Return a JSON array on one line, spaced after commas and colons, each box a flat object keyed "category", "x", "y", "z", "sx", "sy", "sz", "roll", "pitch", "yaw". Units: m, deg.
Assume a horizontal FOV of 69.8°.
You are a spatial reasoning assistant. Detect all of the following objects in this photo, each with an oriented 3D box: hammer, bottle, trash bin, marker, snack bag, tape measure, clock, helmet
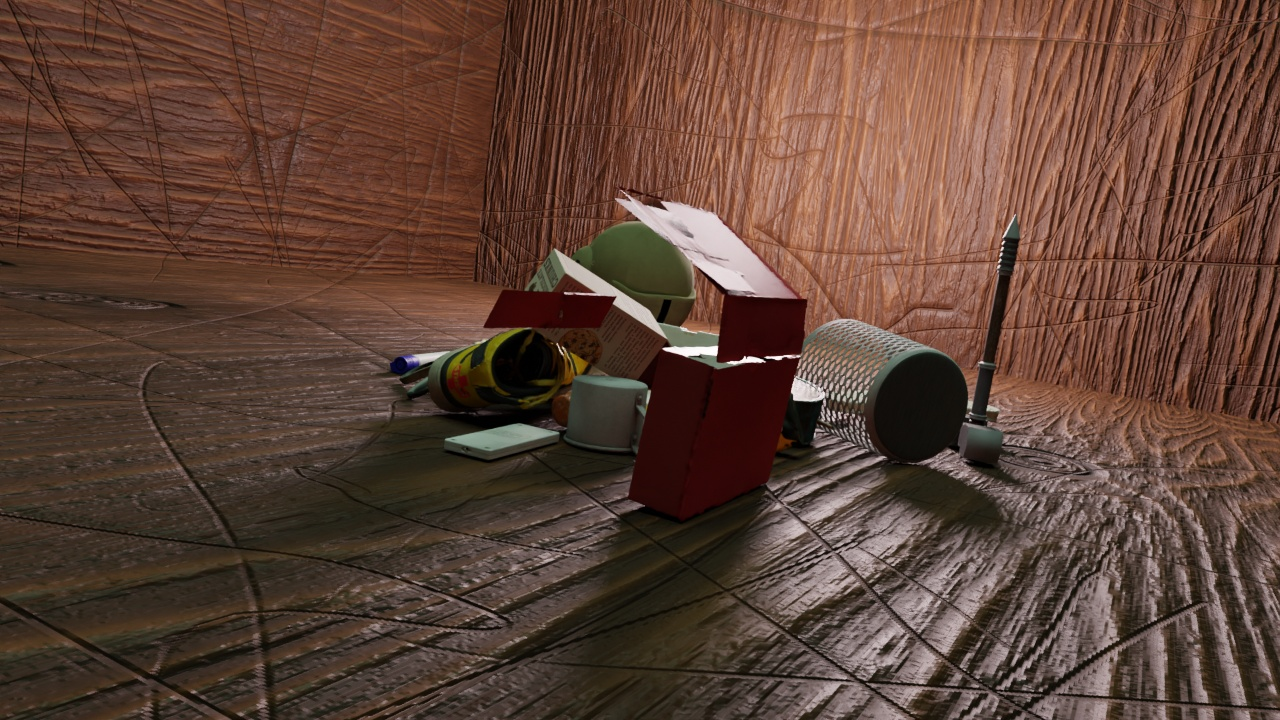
[{"category": "hammer", "x": 0.466, "y": -0.031, "z": 1.213, "sx": 0.043, "sy": 0.322, "sz": 0.156, "roll": 9, "pitch": 7, "yaw": 9}, {"category": "bottle", "x": -0.051, "y": 0.047, "z": 1.039, "sx": 0.063, "sy": 0.063, "sz": 0.108, "roll": 14, "pitch": 16, "yaw": 39}, {"category": "trash bin", "x": 0.304, "y": 0.039, "z": 1.174, "sx": 0.156, "sy": 0.156, "sz": 0.183, "roll": 6, "pitch": 10, "yaw": -21}, {"category": "marker", "x": -0.303, "y": 0.002, "z": 1.292, "sx": 0.027, "sy": 0.023, "sz": 0.133, "roll": -12, "pitch": 0, "yaw": 18}, {"category": "snack bag", "x": -0.027, "y": -0.031, "z": 1.031, "sx": 0.206, "sy": 0.070, "sz": 0.094, "roll": 32, "pitch": 13, "yaw": -23}, {"category": "tape measure", "x": 0.149, "y": 0.073, "z": 1.049, "sx": 0.064, "sy": 0.065, "sz": 0.037, "roll": -14, "pitch": 3, "yaw": 20}, {"category": "clock", "x": 0.161, "y": 0.056, "z": 1.167, "sx": 0.121, "sy": 0.073, "sz": 0.157, "roll": 5, "pitch": 18, "yaw": -21}, {"category": "helmet", "x": -0.010, "y": -0.133, "z": 1.728, "sx": 0.249, "sy": 0.255, "sz": 0.233, "roll": 3, "pitch": 5, "yaw": -31}]

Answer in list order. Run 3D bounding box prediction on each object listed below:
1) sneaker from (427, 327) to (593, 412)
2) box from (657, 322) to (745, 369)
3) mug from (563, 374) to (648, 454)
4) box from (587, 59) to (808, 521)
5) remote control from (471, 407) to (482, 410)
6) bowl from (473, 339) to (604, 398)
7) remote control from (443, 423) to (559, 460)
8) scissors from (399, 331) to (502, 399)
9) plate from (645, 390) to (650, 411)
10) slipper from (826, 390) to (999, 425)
[{"category": "sneaker", "x": -0.114, "y": 0.002, "z": 1.048, "sx": 0.122, "sy": 0.086, "sz": 0.237, "roll": -11, "pitch": 4, "yaw": 43}, {"category": "box", "x": 0.082, "y": 0.007, "z": 1.383, "sx": 0.198, "sy": 0.078, "sz": 0.122, "roll": 14, "pitch": -32, "yaw": 38}, {"category": "mug", "x": -0.024, "y": 0.057, "z": 0.952, "sx": 0.113, "sy": 0.070, "sz": 0.084, "roll": 11, "pitch": 7, "yaw": 37}, {"category": "box", "x": 0.070, "y": -0.062, "z": 0.799, "sx": 0.124, "sy": 0.378, "sz": 0.211, "roll": -6, "pitch": 0, "yaw": 28}, {"category": "remote control", "x": -0.204, "y": 0.043, "z": 1.121, "sx": 0.045, "sy": 0.008, "sz": 0.146, "roll": 8, "pitch": 6, "yaw": 1}, {"category": "bowl", "x": -0.126, "y": 0.014, "z": 1.252, "sx": 0.219, "sy": 0.060, "sz": 0.189, "roll": 4, "pitch": 7, "yaw": -39}, {"category": "remote control", "x": -0.131, "y": 0.078, "z": 0.888, "sx": 0.050, "sy": 0.011, "sz": 0.135, "roll": 11, "pitch": 7, "yaw": 22}, {"category": "scissors", "x": -0.233, "y": 0.006, "z": 1.116, "sx": 0.171, "sy": 0.012, "sz": 0.157, "roll": -18, "pitch": 20, "yaw": 24}, {"category": "plate", "x": 0.049, "y": 0.056, "z": 1.290, "sx": 0.187, "sy": 0.016, "sz": 0.186, "roll": 10, "pitch": 7, "yaw": 14}, {"category": "slipper", "x": 0.407, "y": 0.081, "z": 1.376, "sx": 0.263, "sy": 0.052, "sz": 0.115, "roll": 3, "pitch": 9, "yaw": -7}]
